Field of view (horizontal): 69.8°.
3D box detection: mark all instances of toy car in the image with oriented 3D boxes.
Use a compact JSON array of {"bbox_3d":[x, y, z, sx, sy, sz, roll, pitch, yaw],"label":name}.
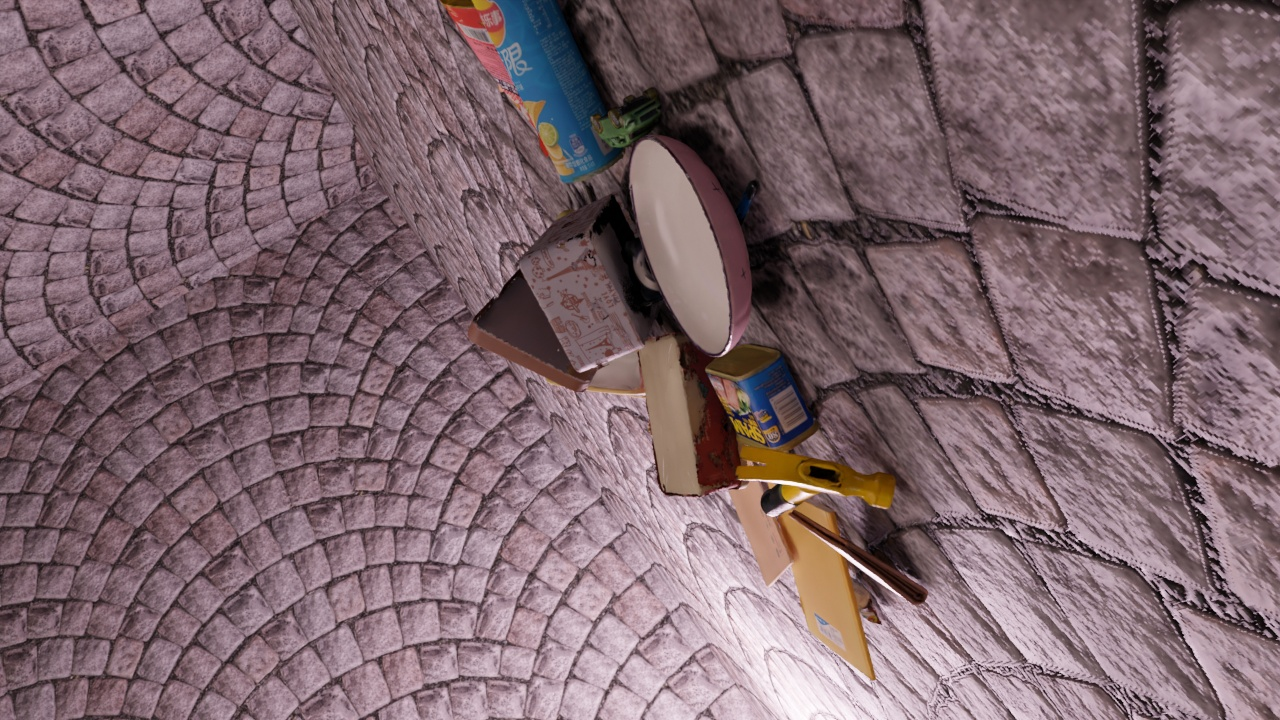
[{"bbox_3d":[-0.010,-0.202,0.770,0.036,0.043,0.091,62,168,-13],"label":"toy car"}]

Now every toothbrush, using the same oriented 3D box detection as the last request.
[{"bbox_3d":[0.076,-0.104,0.764,0.014,0.016,0.190,63,167,13],"label":"toothbrush"}]

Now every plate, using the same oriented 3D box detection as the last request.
[{"bbox_3d":[0.046,-0.099,0.768,0.193,0.039,0.192,158,90,-77],"label":"plate"}]

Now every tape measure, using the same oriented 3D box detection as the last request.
[{"bbox_3d":[0.020,-0.090,0.878,0.033,0.066,0.065,158,94,-80],"label":"tape measure"}]

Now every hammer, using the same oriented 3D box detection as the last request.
[{"bbox_3d":[0.150,0.127,0.900,0.129,0.032,0.301,14,167,4],"label":"hammer"}]

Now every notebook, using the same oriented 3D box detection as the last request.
[{"bbox_3d":[0.205,0.246,1.048,0.146,0.010,0.206,-161,53,-70],"label":"notebook"},{"bbox_3d":[0.153,0.209,1.190,0.208,0.008,0.147,90,161,-68],"label":"notebook"}]

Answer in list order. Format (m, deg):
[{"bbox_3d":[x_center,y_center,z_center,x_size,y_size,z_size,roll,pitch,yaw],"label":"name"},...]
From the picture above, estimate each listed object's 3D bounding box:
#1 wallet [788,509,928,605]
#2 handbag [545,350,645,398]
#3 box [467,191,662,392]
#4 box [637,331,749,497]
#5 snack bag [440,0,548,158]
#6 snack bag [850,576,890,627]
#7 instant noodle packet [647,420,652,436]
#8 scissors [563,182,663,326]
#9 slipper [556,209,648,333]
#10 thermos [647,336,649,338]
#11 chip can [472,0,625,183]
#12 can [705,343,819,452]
[{"bbox_3d":[0.207,0.187,0.882,0.115,0.020,0.101,35,176,-23],"label":"wallet"},{"bbox_3d":[-0.006,0.006,1.091,0.164,0.178,0.063,7,96,38],"label":"handbag"},{"bbox_3d":[-0.077,-0.060,0.947,0.150,0.166,0.181,64,-162,-17],"label":"box"},{"bbox_3d":[0.047,0.055,0.944,0.091,0.078,0.168,-12,87,59],"label":"box"},{"bbox_3d":[-0.142,-0.317,0.954,0.128,0.073,0.208,55,174,27],"label":"snack bag"},{"bbox_3d":[0.239,0.263,1.034,0.048,0.026,0.104,59,169,-32],"label":"snack bag"},{"bbox_3d":[0.046,0.065,1.145,0.128,0.044,0.111,-151,59,-70],"label":"instant noodle packet"},{"bbox_3d":[-0.038,-0.129,1.135,0.225,0.015,0.189,56,168,5],"label":"scissors"},{"bbox_3d":[-0.061,-0.092,1.091,0.190,0.081,0.092,56,167,19],"label":"slipper"},{"bbox_3d":[-0.041,-0.029,1.285,0.073,0.073,0.224,62,166,-25],"label":"thermos"},{"bbox_3d":[-0.087,-0.268,0.828,0.071,0.071,0.210,37,157,58],"label":"chip can"},{"bbox_3d":[0.112,0.034,0.869,0.083,0.057,0.102,62,167,-14],"label":"can"}]
